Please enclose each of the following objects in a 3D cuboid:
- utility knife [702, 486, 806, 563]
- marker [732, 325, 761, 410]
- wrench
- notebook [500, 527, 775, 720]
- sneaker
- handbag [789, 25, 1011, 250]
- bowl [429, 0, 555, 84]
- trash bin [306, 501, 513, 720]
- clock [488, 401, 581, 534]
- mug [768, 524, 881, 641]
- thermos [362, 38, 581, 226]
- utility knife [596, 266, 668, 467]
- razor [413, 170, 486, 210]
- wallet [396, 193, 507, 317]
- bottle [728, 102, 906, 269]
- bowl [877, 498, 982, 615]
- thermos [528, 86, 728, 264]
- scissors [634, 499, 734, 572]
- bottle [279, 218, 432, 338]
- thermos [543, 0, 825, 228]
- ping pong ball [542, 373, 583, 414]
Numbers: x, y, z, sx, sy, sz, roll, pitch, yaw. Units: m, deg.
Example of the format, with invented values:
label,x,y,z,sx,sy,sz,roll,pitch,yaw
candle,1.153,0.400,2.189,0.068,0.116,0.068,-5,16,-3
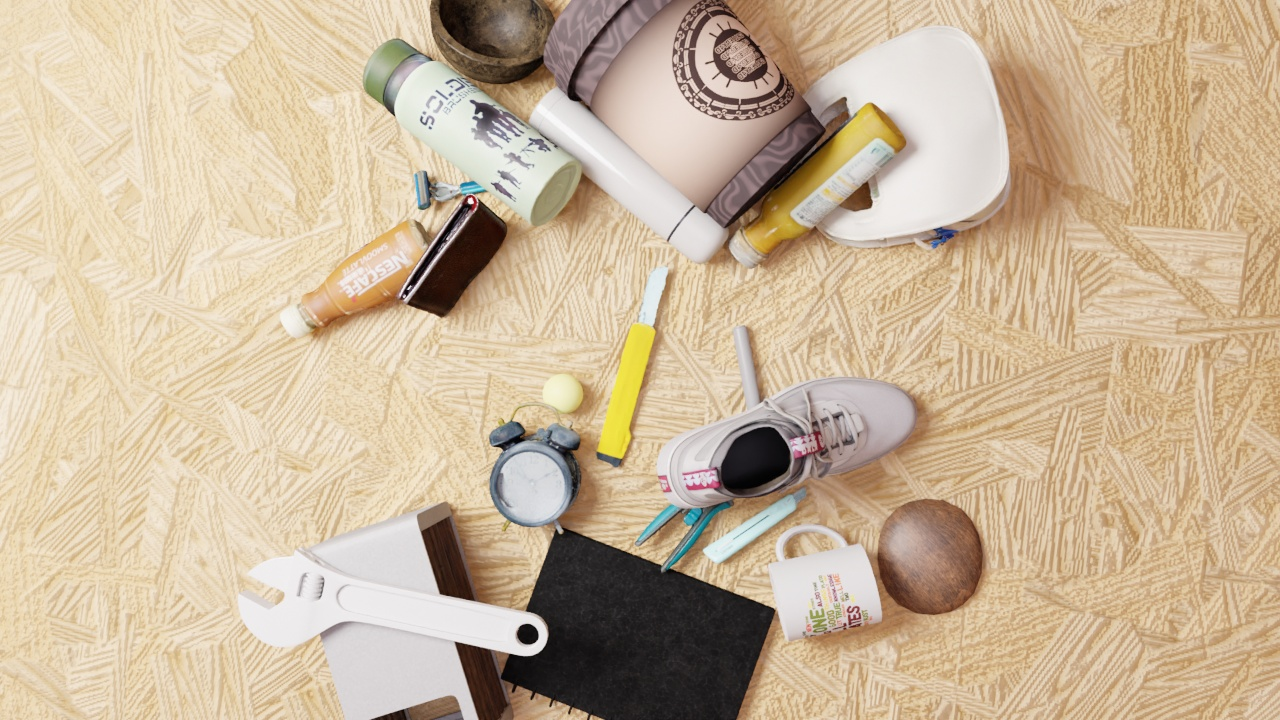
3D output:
label,x,y,z,sx,sy,sz,roll,pitch,yaw
utility knife,0.116,0.163,0.910,0.119,0.015,0.022,-34,56,0
marker,0.111,0.035,0.912,0.016,0.016,0.140,-10,88,3
wrench,-0.218,0.228,0.808,0.273,0.018,0.086,12,89,2
notebook,-0.004,0.285,0.910,0.231,0.019,0.169,20,88,3
sneaker,0.151,0.073,0.843,0.262,0.129,0.096,-15,90,-15
handbag,0.245,-0.201,0.885,0.200,0.092,0.200,-13,88,23
bowl,-0.148,-0.317,0.906,0.121,0.056,0.121,7,61,-14
trash bin,-0.218,0.266,0.874,0.114,0.114,0.229,-18,88,2
clock,-0.104,0.104,0.901,0.090,0.052,0.129,1,92,3
mug,0.172,0.208,0.881,0.089,0.073,0.105,-13,62,2
thermos,-0.167,-0.228,0.896,0.231,0.082,0.082,37,91,12
utility knife,-0.005,0.005,0.917,0.030,0.018,0.207,15,95,-3
razor,-0.155,-0.180,0.930,0.144,0.022,0.042,-9,73,-2
wallet,-0.179,-0.098,0.889,0.031,0.099,0.120,36,90,10
bottle,0.160,-0.159,0.863,0.187,0.053,0.053,-41,87,29
bowl,0.285,0.193,0.893,0.102,0.026,0.114,-3,88,3
thermos,-0.010,-0.180,0.905,0.224,0.052,0.052,40,91,3
scissors,0.059,0.149,0.908,0.132,0.019,0.148,-2,82,-2
bottle,-0.280,-0.076,0.913,0.167,0.059,0.059,-31,87,2
thermos,0.046,-0.248,0.847,0.173,0.172,0.226,-43,89,1
ping pong ball,-0.077,0.033,0.909,0.040,0.040,0.040,0,88,3
